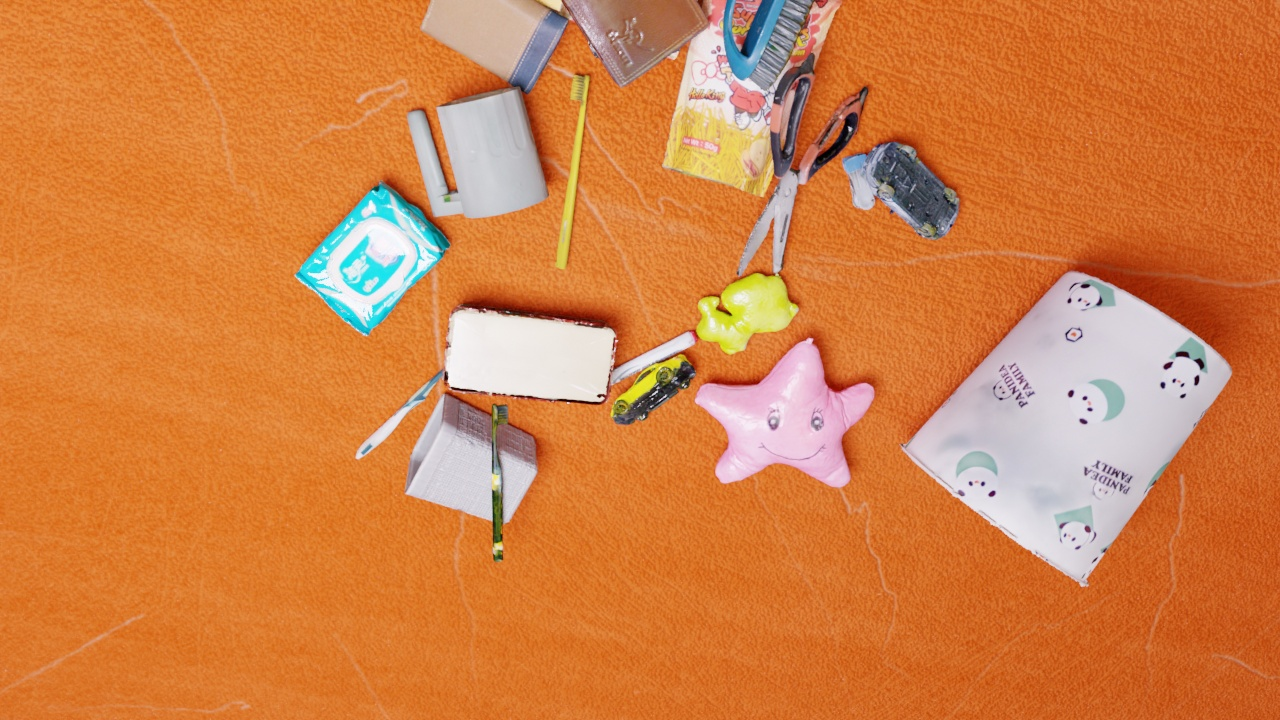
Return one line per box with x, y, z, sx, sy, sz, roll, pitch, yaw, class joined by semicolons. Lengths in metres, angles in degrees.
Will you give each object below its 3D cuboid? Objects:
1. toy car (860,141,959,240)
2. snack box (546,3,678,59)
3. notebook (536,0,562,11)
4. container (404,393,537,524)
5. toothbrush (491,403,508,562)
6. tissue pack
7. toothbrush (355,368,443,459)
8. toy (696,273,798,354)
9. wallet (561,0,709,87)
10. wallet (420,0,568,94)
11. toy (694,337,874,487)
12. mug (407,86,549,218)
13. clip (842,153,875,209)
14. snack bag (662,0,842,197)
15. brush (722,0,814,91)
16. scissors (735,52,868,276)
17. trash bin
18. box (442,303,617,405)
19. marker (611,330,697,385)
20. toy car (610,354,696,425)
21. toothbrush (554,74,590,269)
0.273;-0.170;0.925;0.120;0.037;0.054;33;83;-26;toy car
-0.026;-0.337;0.835;0.153;0.025;0.075;17;109;-13;snack box
-0.102;-0.425;0.781;0.146;0.010;0.206;21;108;2;notebook
-0.175;0.107;0.970;0.114;0.090;0.090;25;108;-18;container
-0.142;0.127;0.931;0.017;0.012;0.186;-7;117;-21;toothbrush
-0.261;-0.098;0.896;0.093;0.050;0.134;41;103;-20;tissue pack
-0.236;0.044;0.976;0.192;0.016;0.018;-42;121;11;toothbrush
0.110;-0.052;0.963;0.096;0.031;0.100;28;107;-14;toy
-0.012;-0.317;0.805;0.101;0.032;0.124;-36;119;4;wallet
-0.131;-0.299;0.821;0.115;0.033;0.090;26;143;-15;wallet
0.153;0.056;0.988;0.194;0.074;0.179;5;111;-7;toy
-0.156;-0.192;0.860;0.124;0.083;0.103;-3;114;22;mug
0.222;-0.181;0.930;0.025;0.036;0.058;-20;109;0;clip
0.100;-0.267;0.864;0.128;0.073;0.208;15;102;-11;snack bag
0.113;-0.314;0.803;0.073;0.055;0.144;24;90;-14;brush
0.150;-0.186;0.887;0.226;0.015;0.189;-47;141;-6;scissors
0.441;0.062;0.950;0.229;0.229;0.252;33;99;-17;trash bin
-0.111;-0.007;0.922;0.168;0.078;0.091;6;95;-11;box
-0.006;0.006;0.983;0.145;0.017;0.017;-26;112;5;marker
0.010;0.031;0.982;0.105;0.032;0.048;-39;152;15;toy car
-0.069;-0.182;0.900;0.016;0.015;0.190;7;112;-4;toothbrush
